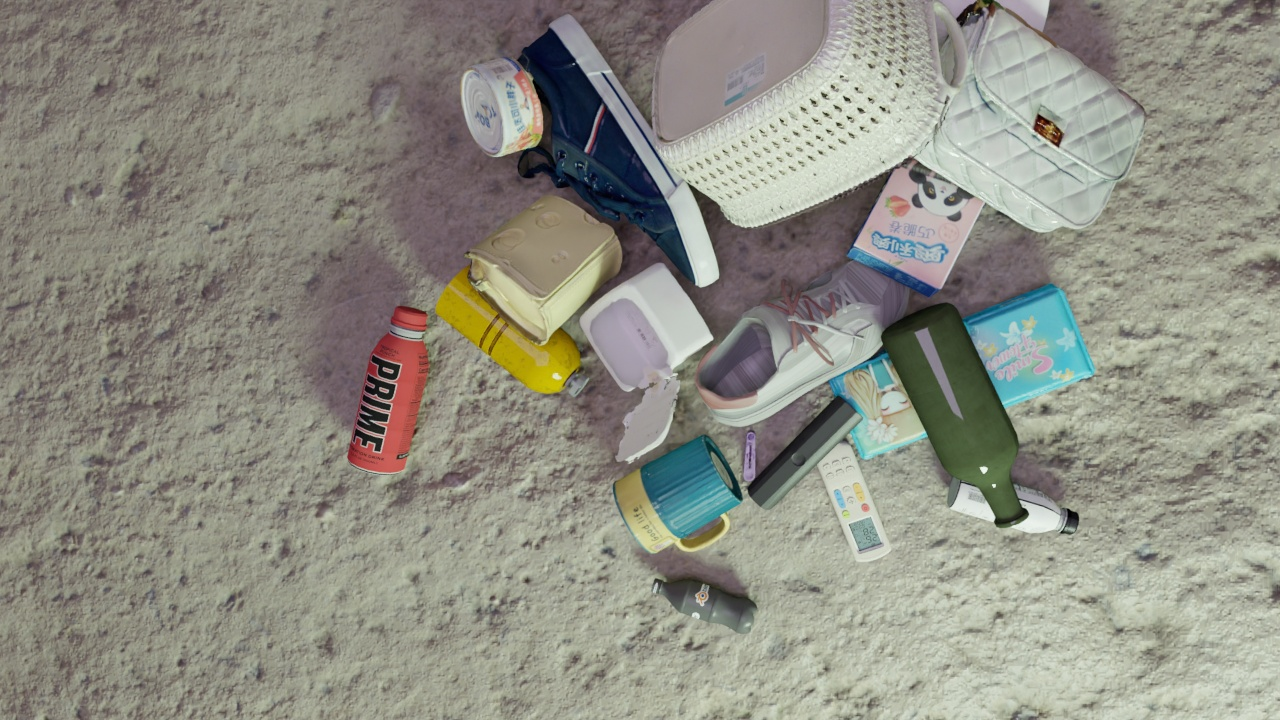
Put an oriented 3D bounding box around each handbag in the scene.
[{"bbox_3d":[0.335,-0.203,0.786,0.194,0.072,0.139,24,90,-19],"label":"handbag"},{"bbox_3d":[-0.096,-0.093,0.890,0.111,0.081,0.119,38,62,13],"label":"handbag"}]

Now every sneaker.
[{"bbox_3d":[0.148,-0.026,0.860,0.236,0.089,0.099,-39,67,10],"label":"sneaker"},{"bbox_3d":[-0.038,-0.178,0.885,0.127,0.120,0.294,-35,87,0],"label":"sneaker"}]

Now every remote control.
[{"bbox_3d":[0.161,0.093,0.906,0.033,0.015,0.147,44,118,9],"label":"remote control"},{"bbox_3d":[0.212,0.141,0.919,0.038,0.018,0.125,-22,93,13],"label":"remote control"}]

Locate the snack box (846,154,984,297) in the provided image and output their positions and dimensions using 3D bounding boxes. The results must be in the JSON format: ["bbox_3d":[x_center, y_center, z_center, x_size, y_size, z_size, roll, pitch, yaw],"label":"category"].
[{"bbox_3d":[0.263,-0.143,0.840,0.088,0.033,0.154,29,80,7],"label":"snack box"}]

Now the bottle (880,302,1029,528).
[{"bbox_3d":[0.292,0.053,0.828,0.071,0.071,0.207,-26,93,13],"label":"bottle"}]

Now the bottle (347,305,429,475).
[{"bbox_3d":[-0.262,0.030,0.975,0.062,0.062,0.177,17,100,8],"label":"bottle"}]

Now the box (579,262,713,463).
[{"bbox_3d":[0.009,0.005,0.883,0.112,0.101,0.189,-35,69,52],"label":"box"}]

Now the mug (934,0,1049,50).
[{"bbox_3d":[0.297,-0.319,0.812,0.106,0.082,0.082,1,97,10],"label":"mug"}]

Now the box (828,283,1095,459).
[{"bbox_3d":[0.302,0.012,0.877,0.227,0.039,0.094,-23,93,14],"label":"box"}]

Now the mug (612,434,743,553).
[{"bbox_3d":[0.046,0.143,0.927,0.107,0.083,0.113,-32,118,10],"label":"mug"}]

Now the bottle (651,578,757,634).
[{"bbox_3d":[0.065,0.250,0.951,0.110,0.036,0.036,17,100,8],"label":"bottle"}]

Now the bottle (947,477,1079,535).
[{"bbox_3d":[0.358,0.139,0.879,0.116,0.041,0.041,16,100,9],"label":"bottle"}]

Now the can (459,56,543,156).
[{"bbox_3d":[-0.131,-0.237,0.859,0.043,0.086,0.086,-25,92,-27],"label":"can"}]

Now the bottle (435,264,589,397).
[{"bbox_3d":[-0.123,-0.023,0.936,0.164,0.071,0.071,38,102,6],"label":"bottle"}]

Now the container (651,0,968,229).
[{"bbox_3d":[0.124,-0.230,0.773,0.252,0.143,0.184,-20,63,44],"label":"container"}]

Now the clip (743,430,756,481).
[{"bbox_3d":[0.112,0.096,0.933,0.013,0.033,0.051,2,90,9],"label":"clip"}]

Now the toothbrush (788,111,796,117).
[{"bbox_3d":[0.116,-0.314,0.881,0.012,0.017,0.187,-18,94,29],"label":"toothbrush"}]
